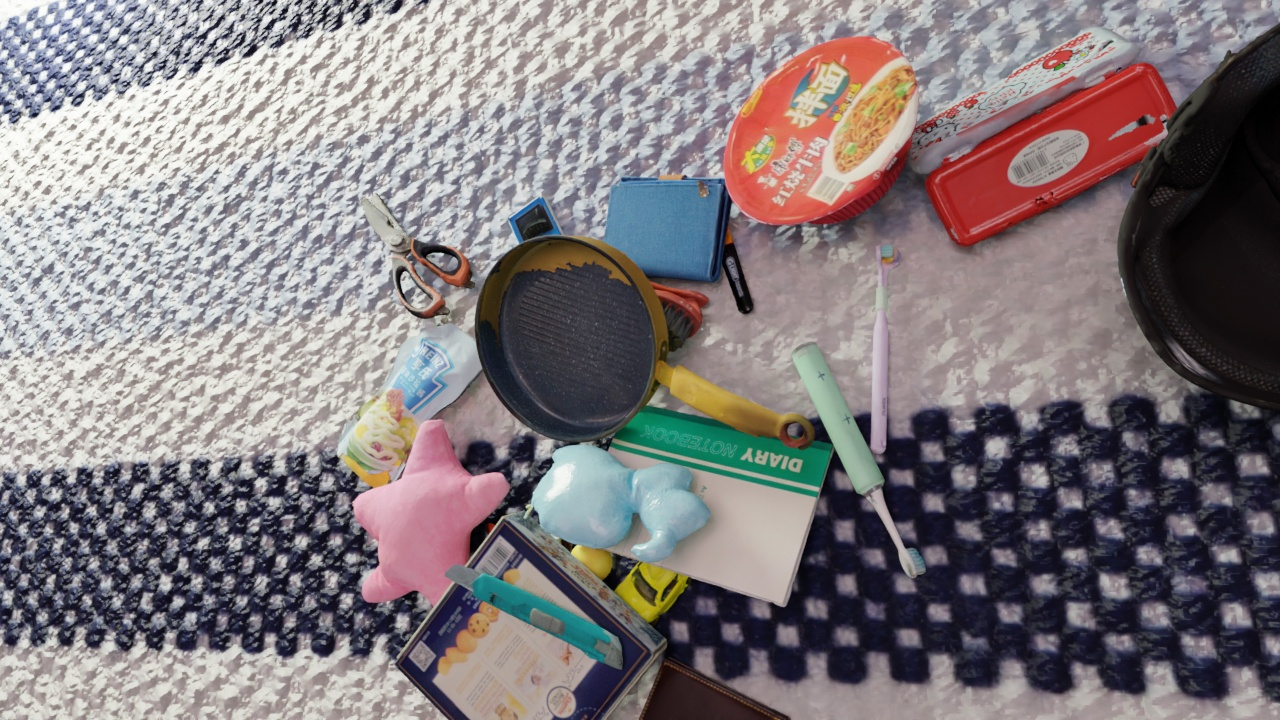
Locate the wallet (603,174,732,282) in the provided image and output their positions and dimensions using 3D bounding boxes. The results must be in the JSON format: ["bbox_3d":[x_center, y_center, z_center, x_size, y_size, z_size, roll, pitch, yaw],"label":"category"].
[{"bbox_3d":[0.025,-0.134,0.916,0.133,0.040,0.106,7,87,32],"label":"wallet"}]

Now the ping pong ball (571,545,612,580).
[{"bbox_3d":[-0.046,0.188,0.854,0.040,0.040,0.040,-7,72,22],"label":"ping pong ball"}]

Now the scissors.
[{"bbox_3d":[-0.260,-0.134,1.057,0.192,0.015,0.206,-4,59,13],"label":"scissors"}]

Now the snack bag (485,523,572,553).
[{"bbox_3d":[-0.111,0.183,0.893,0.104,0.026,0.048,-4,79,23],"label":"snack bag"}]

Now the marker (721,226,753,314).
[{"bbox_3d":[0.086,-0.100,0.897,0.018,0.015,0.123,-25,65,21],"label":"marker"}]

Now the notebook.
[{"bbox_3d":[0.054,0.121,0.828,0.209,0.012,0.150,11,65,27],"label":"notebook"}]

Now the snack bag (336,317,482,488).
[{"bbox_3d":[-0.249,0.043,0.993,0.110,0.039,0.191,35,90,40],"label":"snack bag"}]

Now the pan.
[{"bbox_3d":[-0.005,0.005,0.823,0.358,0.078,0.198,18,111,23],"label":"pan"}]

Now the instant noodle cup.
[{"bbox_3d":[0.173,-0.196,0.842,0.194,0.066,0.193,-20,56,32],"label":"instant noodle cup"}]

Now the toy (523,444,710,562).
[{"bbox_3d":[-0.027,0.124,0.815,0.156,0.050,0.161,-17,40,-6],"label":"toy"}]

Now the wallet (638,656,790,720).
[{"bbox_3d":[0.055,0.323,0.781,0.122,0.020,0.096,18,77,29],"label":"wallet"}]

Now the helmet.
[{"bbox_3d":[0.455,-0.088,0.610,0.275,0.230,0.233,-48,68,13],"label":"helmet"}]

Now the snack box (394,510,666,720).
[{"bbox_3d":[-0.101,0.263,0.823,0.182,0.045,0.178,39,99,14],"label":"snack box"}]

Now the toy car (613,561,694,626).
[{"bbox_3d":[0.013,0.199,0.830,0.048,0.032,0.105,42,96,28],"label":"toy car"}]

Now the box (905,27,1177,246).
[{"bbox_3d":[0.335,-0.199,0.789,0.201,0.073,0.154,-28,62,15],"label":"box"}]

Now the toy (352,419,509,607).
[{"bbox_3d":[-0.220,0.155,0.919,0.179,0.074,0.194,12,86,24],"label":"toy"}]

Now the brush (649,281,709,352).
[{"bbox_3d":[-0.006,-0.051,0.902,0.146,0.063,0.069,10,49,25],"label":"brush"}]

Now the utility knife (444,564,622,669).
[{"bbox_3d":[-0.093,0.218,0.792,0.180,0.013,0.029,21,93,16],"label":"utility knife"}]

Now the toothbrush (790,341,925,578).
[{"bbox_3d":[0.186,0.081,0.791,0.027,0.027,0.224,-9,63,-25],"label":"toothbrush"}]

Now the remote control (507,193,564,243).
[{"bbox_3d":[-0.101,-0.120,0.982,0.049,0.024,0.125,-32,63,12],"label":"remote control"}]

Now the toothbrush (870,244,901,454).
[{"bbox_3d":[0.215,-0.011,0.811,0.021,0.029,0.189,-19,62,62],"label":"toothbrush"}]
